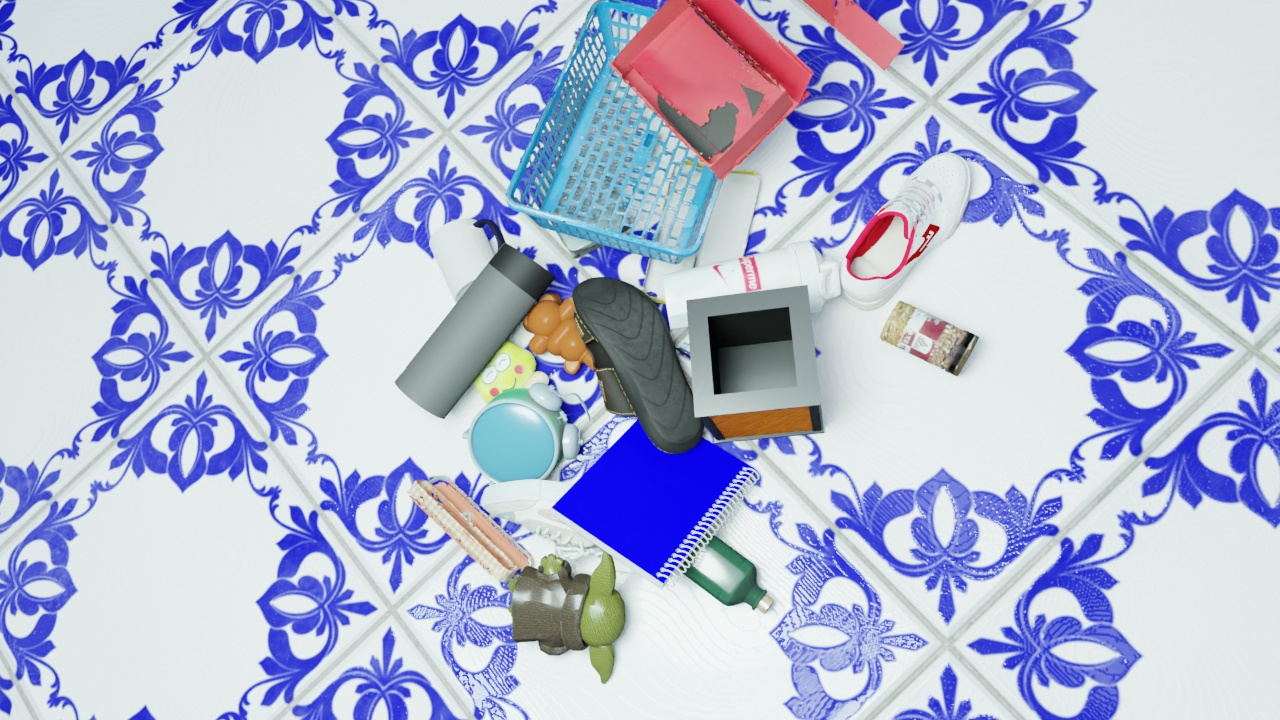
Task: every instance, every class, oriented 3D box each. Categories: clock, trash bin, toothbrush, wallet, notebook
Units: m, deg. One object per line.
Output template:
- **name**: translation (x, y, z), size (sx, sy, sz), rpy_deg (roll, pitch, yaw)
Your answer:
- **clock**: translation (-0.141, 0.092, 1.193), size (0.162, 0.075, 0.122), rpy_deg (-26, 97, 14)
- **trash bin**: translation (0.143, 0.011, 1.113), size (0.140, 0.172, 0.139), rpy_deg (-6, 74, 11)
- **toothbrush**: translation (0.003, -0.052, 1.246), size (0.189, 0.016, 0.017), rpy_deg (33, 74, 18)
- **wallet**: translation (-0.081, -0.218, 1.289), size (0.100, 0.054, 0.131), rpy_deg (-27, 73, 4)
- **notebook**: translation (0.023, 0.162, 1.122), size (0.172, 0.022, 0.208), rpy_deg (30, 50, 19)

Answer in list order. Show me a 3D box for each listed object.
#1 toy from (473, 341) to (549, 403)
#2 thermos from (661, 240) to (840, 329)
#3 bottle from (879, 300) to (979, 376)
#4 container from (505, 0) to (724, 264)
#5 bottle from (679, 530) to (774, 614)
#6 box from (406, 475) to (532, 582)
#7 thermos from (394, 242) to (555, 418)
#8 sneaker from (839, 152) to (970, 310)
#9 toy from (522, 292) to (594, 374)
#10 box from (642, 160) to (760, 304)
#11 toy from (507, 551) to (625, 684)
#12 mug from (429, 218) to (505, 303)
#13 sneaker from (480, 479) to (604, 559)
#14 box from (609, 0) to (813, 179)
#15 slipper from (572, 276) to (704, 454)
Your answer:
- **toy**: translation (-0.169, 0.034, 1.247), size (0.115, 0.046, 0.092), rpy_deg (43, 90, 11)
- **thermos**: translation (0.140, -0.090, 1.170), size (0.220, 0.099, 0.099), rpy_deg (-11, 73, 2)
- **bottle**: translation (0.357, -0.028, 1.137), size (0.105, 0.056, 0.056), rpy_deg (29, 83, 18)
- **container**: translation (0.003, -0.300, 1.230), size (0.257, 0.089, 0.361), rpy_deg (17, 68, 8)
- **bottle**: translation (0.103, 0.260, 1.115), size (0.131, 0.061, 0.061), rpy_deg (34, 83, 19)
- **box**: translation (-0.222, 0.218, 1.197), size (0.187, 0.082, 0.042), rpy_deg (39, 98, 17)
- **thermos**: translation (-0.219, -0.042, 1.221), size (0.082, 0.082, 0.240), rpy_deg (38, 90, 19)
- **sneaker**: translation (0.336, -0.177, 1.155), size (0.090, 0.104, 0.236), rpy_deg (41, 87, 19)
- **toy**: translation (-0.101, -0.035, 1.249), size (0.127, 0.065, 0.095), rpy_deg (42, 95, 11)
- **box**: translation (0.084, -0.170, 1.251), size (0.130, 0.036, 0.209), rpy_deg (12, 77, 11)
- **toy**: translation (-0.093, 0.306, 1.133), size (0.153, 0.078, 0.179), rpy_deg (5, 107, 12)
- **mug**: translation (-0.231, -0.146, 1.282), size (0.112, 0.078, 0.097), rpy_deg (-39, 68, 30)
- **sneaker**: translation (-0.084, 0.206, 1.147), size (0.242, 0.090, 0.090), rpy_deg (5, 69, 3)
- **box**: translation (0.077, -0.348, 1.139), size (0.164, 0.154, 0.214), rpy_deg (-30, 70, -32)
- **slipper**: translation (-0.007, 0.007, 1.197), size (0.112, 0.076, 0.267), rpy_deg (-23, 72, -22)
